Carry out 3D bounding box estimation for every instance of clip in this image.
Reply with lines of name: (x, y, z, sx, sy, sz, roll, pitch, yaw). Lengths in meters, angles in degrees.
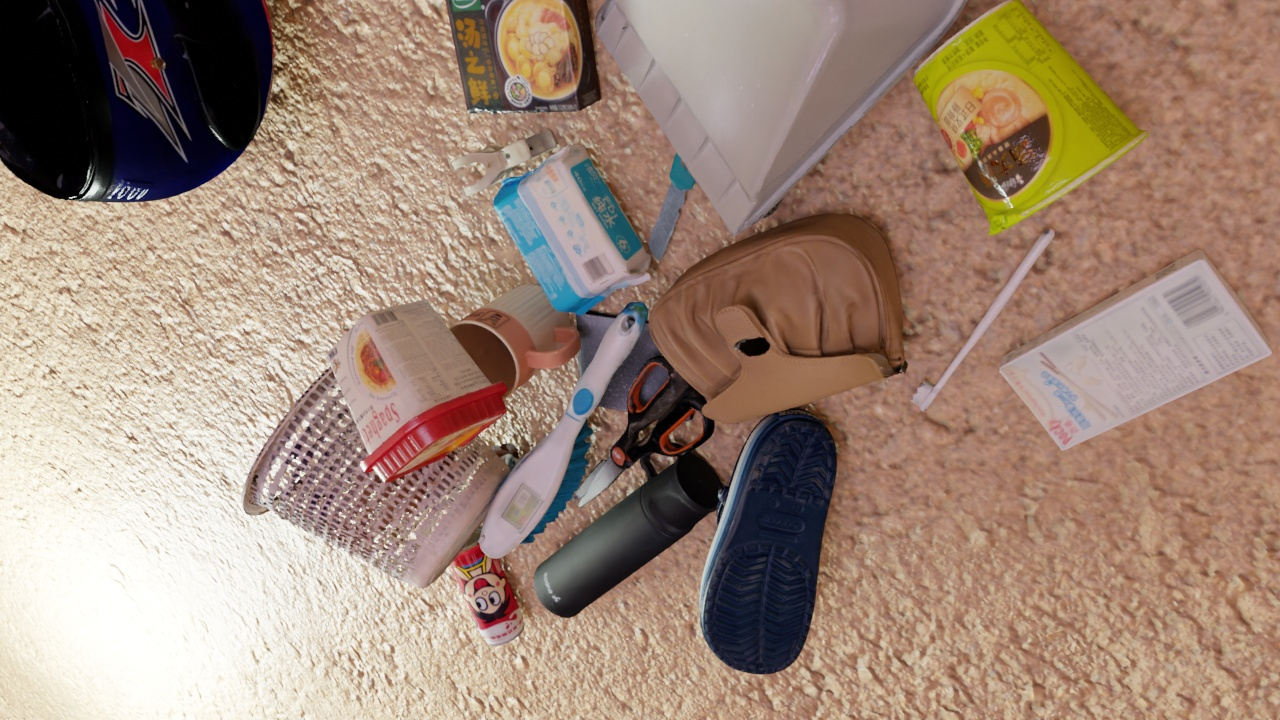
clip: (-0.125, -0.181, 0.825, 0.101, 0.074, 0.035, -15, 105, 37)

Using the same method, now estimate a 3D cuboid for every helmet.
helmet: (-0.452, -0.300, 0.804, 0.247, 0.239, 0.316, 26, 134, 13)

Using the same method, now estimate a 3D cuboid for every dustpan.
dustpan: (0.108, -0.261, 0.646, 0.222, 0.142, 0.258, 58, 155, 13)

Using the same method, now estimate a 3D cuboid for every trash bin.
trash bin: (-0.249, 0.117, 0.929, 0.192, 0.226, 0.228, 36, 125, 2)

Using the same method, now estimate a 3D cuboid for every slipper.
slipper: (0.109, 0.161, 0.837, 0.105, 0.095, 0.253, 7, 104, -8)

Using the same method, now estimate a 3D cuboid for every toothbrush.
toothbrush: (0.263, -0.029, 0.714, 0.016, 0.016, 0.181, 36, 126, 14)

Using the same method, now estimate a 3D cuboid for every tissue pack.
tissue pack: (-0.059, -0.114, 0.808, 0.090, 0.063, 0.140, -25, 103, 32)

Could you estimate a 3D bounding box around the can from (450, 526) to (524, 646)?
can: (-0.180, 0.262, 1.064, 0.053, 0.053, 0.133, -9, 109, 30)

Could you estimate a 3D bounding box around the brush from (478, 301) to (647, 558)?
brush: (-0.067, 0.069, 0.864, 0.060, 0.109, 0.315, 37, 107, 9)

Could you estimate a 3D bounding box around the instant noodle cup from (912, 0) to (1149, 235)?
instant noodle cup: (0.246, -0.164, 0.606, 0.112, 0.111, 0.123, -36, 86, 35)

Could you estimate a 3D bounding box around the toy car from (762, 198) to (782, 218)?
toy car: (0.091, -0.164, 0.725, 0.049, 0.031, 0.106, 14, 118, 22)

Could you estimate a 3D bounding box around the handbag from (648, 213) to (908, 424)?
handbag: (0.109, -0.027, 0.743, 0.205, 0.099, 0.148, -22, 106, 37)

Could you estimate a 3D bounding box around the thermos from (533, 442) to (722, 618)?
thermos: (-0.019, 0.172, 0.938, 0.243, 0.068, 0.090, -43, 58, 34)

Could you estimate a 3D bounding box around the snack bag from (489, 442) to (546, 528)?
snack bag: (-0.133, 0.136, 0.993, 0.045, 0.026, 0.105, -6, 109, 42)

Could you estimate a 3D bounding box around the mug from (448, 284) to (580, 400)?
mug: (-0.110, -0.017, 0.857, 0.115, 0.105, 0.082, 5, 116, 25)

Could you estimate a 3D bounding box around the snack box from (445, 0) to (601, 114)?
snack box: (-0.097, -0.273, 0.762, 0.113, 0.053, 0.126, 6, 122, 25)

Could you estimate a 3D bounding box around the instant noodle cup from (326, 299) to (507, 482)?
instant noodle cup: (-0.198, 0.022, 0.795, 0.117, 0.116, 0.124, -36, 82, 36)

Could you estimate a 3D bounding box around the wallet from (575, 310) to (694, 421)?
wallet: (-0.005, 0.005, 0.869, 0.121, 0.019, 0.097, 10, 118, 20)

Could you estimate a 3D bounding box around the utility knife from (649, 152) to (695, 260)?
utility knife: (0.045, -0.177, 0.753, 0.029, 0.013, 0.220, 28, 124, 13)

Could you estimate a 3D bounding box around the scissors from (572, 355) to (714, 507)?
scissors: (-0.004, 0.096, 0.875, 0.139, 0.021, 0.236, 37, 127, 28)

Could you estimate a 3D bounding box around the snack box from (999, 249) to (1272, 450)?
snack box: (0.356, -0.004, 0.671, 0.157, 0.026, 0.084, -36, 95, 36)
